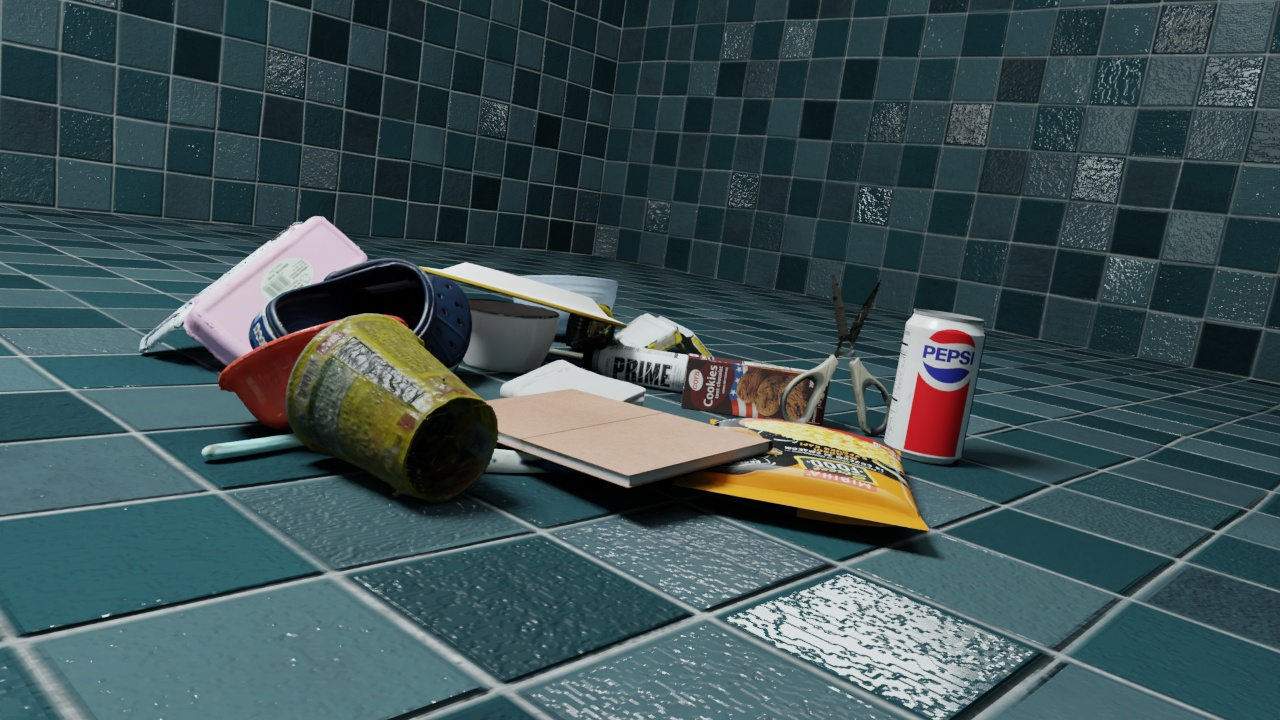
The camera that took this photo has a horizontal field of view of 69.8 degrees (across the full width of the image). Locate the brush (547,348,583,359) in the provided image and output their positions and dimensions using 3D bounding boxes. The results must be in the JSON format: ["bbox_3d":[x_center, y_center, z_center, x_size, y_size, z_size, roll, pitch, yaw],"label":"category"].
[{"bbox_3d":[-0.022,0.005,1.094,0.218,0.012,0.033,11,9,27],"label":"brush"}]

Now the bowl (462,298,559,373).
[{"bbox_3d":[-0.149,-0.026,0.999,0.116,0.066,0.116,8,9,-1],"label":"bowl"}]

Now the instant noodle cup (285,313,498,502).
[{"bbox_3d":[-0.146,0.033,0.565,0.108,0.102,0.102,26,19,37],"label":"instant noodle cup"}]

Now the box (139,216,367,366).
[{"bbox_3d":[-0.364,-0.056,0.875,0.101,0.103,0.200,44,38,-13],"label":"box"}]

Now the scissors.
[{"bbox_3d":[0.197,0.006,0.893,0.169,0.157,0.012,-38,11,-2],"label":"scissors"}]

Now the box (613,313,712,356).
[{"bbox_3d":[0.030,-0.013,1.199,0.084,0.080,0.210,-34,12,-4],"label":"box"}]

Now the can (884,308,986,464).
[{"bbox_3d":[0.269,0.023,0.839,0.070,0.132,0.070,8,9,-1],"label":"can"}]

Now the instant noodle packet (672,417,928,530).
[{"bbox_3d":[0.120,0.078,0.682,0.160,0.032,0.220,9,9,10],"label":"instant noodle packet"}]

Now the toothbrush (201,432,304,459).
[{"bbox_3d":[-0.216,0.049,0.629,0.016,0.016,0.180,6,8,31],"label":"toothbrush"}]

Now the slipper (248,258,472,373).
[{"bbox_3d":[-0.215,-0.034,0.790,0.105,0.095,0.252,49,24,9],"label":"slipper"}]

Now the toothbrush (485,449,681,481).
[{"bbox_3d":[-0.054,0.071,0.632,0.189,0.016,0.017,6,-1,-17],"label":"toothbrush"}]

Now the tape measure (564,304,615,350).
[{"bbox_3d":[-0.063,-0.042,1.189,0.062,0.067,0.038,12,2,-43],"label":"tape measure"}]

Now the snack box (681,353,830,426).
[{"bbox_3d":[0.114,0.030,0.923,0.141,0.051,0.031,8,9,2],"label":"snack box"}]

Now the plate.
[{"bbox_3d":[-0.123,-0.075,0.990,0.230,0.021,0.230,16,2,-1],"label":"plate"}]

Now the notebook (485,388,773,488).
[{"bbox_3d":[-0.032,0.049,0.660,0.209,0.008,0.141,12,13,44],"label":"notebook"}]

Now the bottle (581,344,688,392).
[{"bbox_3d":[-0.006,0.006,1.002,0.116,0.041,0.041,9,9,6],"label":"bottle"}]

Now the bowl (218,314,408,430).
[{"bbox_3d":[-0.217,0.015,0.635,0.130,0.045,0.130,-21,-8,-3],"label":"bowl"}]

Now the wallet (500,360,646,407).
[{"bbox_3d":[-0.060,0.035,0.821,0.116,0.032,0.086,18,24,40],"label":"wallet"}]

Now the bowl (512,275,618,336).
[{"bbox_3d":[-0.105,-0.072,1.259,0.150,0.075,0.150,2,-1,0],"label":"bowl"}]
